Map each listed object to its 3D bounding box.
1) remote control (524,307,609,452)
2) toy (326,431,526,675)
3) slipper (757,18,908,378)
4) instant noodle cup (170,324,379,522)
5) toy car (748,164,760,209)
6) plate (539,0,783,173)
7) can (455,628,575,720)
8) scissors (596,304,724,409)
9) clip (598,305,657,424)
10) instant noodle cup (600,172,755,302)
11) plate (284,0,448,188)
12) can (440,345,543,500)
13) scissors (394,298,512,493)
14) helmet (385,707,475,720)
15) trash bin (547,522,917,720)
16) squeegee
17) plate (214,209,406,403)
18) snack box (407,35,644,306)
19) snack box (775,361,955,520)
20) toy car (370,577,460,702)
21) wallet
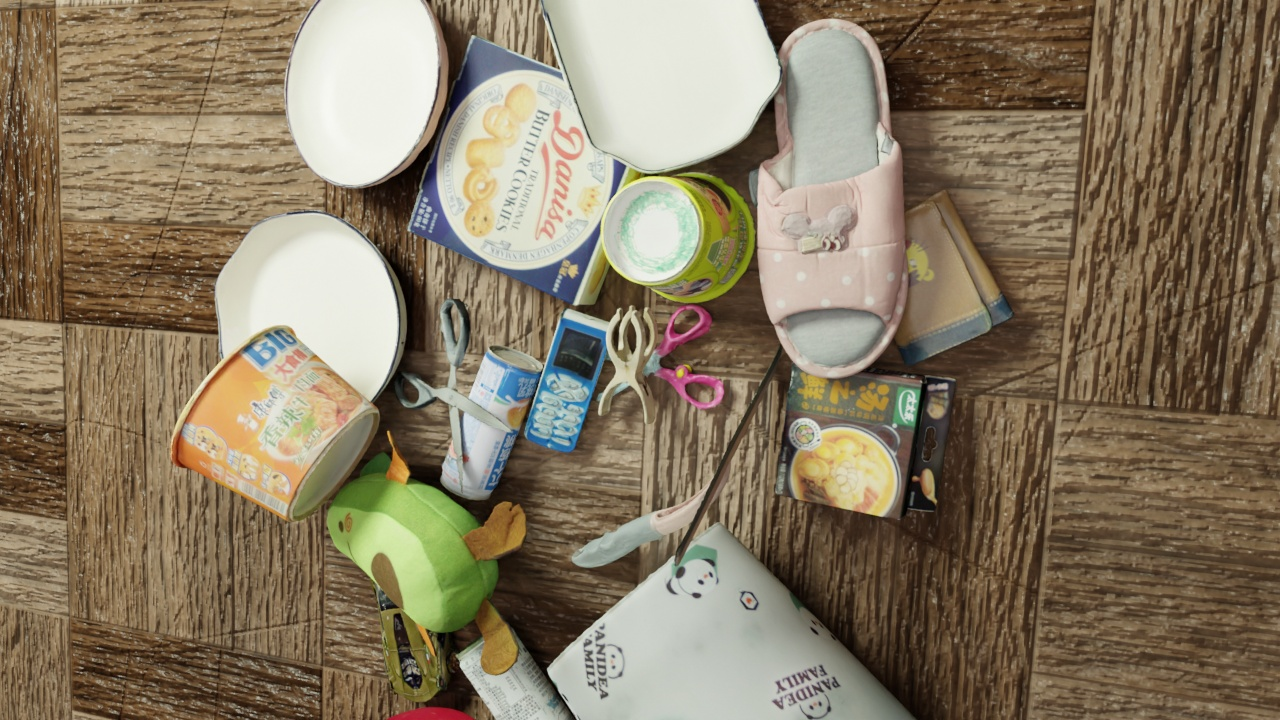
[{"bbox_3d":[-0.064,0.019,0.815,0.049,0.024,0.125,19,106,-2],"label":"remote control"},{"bbox_3d":[-0.192,0.166,0.799,0.247,0.089,0.227,15,114,39],"label":"toy"},{"bbox_3d":[0.146,-0.123,0.696,0.114,0.054,0.274,-1,91,9],"label":"slipper"},{"bbox_3d":[-0.308,0.061,0.796,0.111,0.151,0.151,34,104,3],"label":"instant noodle cup"},{"bbox_3d":[0.132,-0.147,0.743,0.091,0.034,0.043,-10,89,16],"label":"toy car"},{"bbox_3d":[0.011,-0.266,0.732,0.162,0.034,0.265,-20,74,5],"label":"plate"},{"bbox_3d":[-0.107,0.316,0.846,0.058,0.058,0.146,-38,84,16],"label":"can"},{"bbox_3d":[0.013,-0.004,0.802,0.133,0.017,0.118,14,102,19],"label":"scissors"},{"bbox_3d":[-0.009,0.003,0.790,0.070,0.034,0.100,7,104,23],"label":"clip"},{"bbox_3d":[0.026,-0.100,0.731,0.112,0.123,0.112,2,96,17],"label":"instant noodle cup"},{"bbox_3d":[-0.243,-0.249,0.830,0.193,0.039,0.192,0,90,30],"label":"plate"},{"bbox_3d":[-0.136,0.057,0.832,0.053,0.053,0.135,26,102,13],"label":"can"},{"bbox_3d":[-0.167,0.028,0.822,0.179,0.014,0.159,21,100,40],"label":"scissors"},{"bbox_3d":[-0.167,0.410,0.825,0.240,0.143,0.207,23,123,14],"label":"helmet"},{"bbox_3d":[0.075,0.281,0.711,0.230,0.229,0.252,-45,76,16],"label":"trash bin"},{"bbox_3d":[0.017,0.127,0.762,0.040,0.246,0.250,41,132,-7],"label":"squeegee"},{"bbox_3d":[-0.311,-0.039,0.882,0.205,0.045,0.205,1,95,16],"label":"plate"},{"bbox_3d":[-0.093,-0.165,0.803,0.182,0.045,0.178,24,102,14],"label":"snack box"},{"bbox_3d":[0.181,0.062,0.742,0.126,0.053,0.113,9,98,21],"label":"snack box"},{"bbox_3d":[-0.222,0.249,0.885,0.070,0.042,0.158,-11,89,17],"label":"toy car"},{"bbox_3d":[0.227,-0.064,0.723,0.090,0.033,0.115,-27,84,18],"label":"wallet"}]
